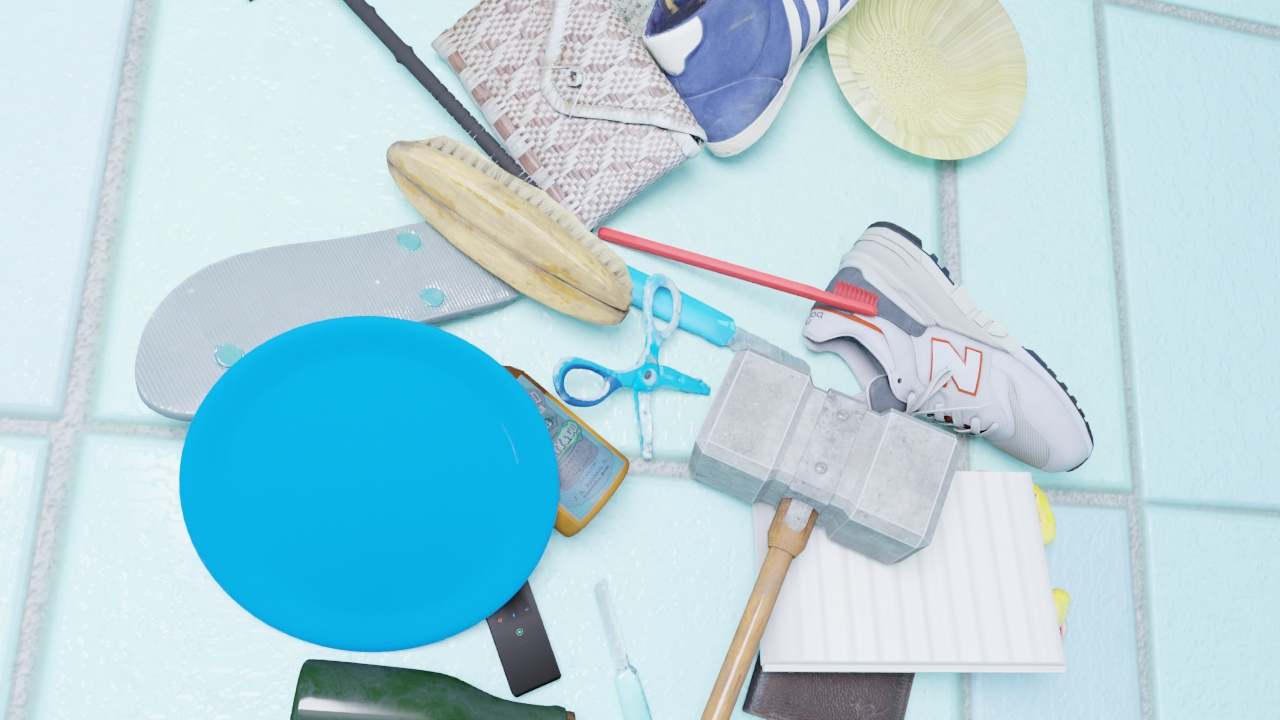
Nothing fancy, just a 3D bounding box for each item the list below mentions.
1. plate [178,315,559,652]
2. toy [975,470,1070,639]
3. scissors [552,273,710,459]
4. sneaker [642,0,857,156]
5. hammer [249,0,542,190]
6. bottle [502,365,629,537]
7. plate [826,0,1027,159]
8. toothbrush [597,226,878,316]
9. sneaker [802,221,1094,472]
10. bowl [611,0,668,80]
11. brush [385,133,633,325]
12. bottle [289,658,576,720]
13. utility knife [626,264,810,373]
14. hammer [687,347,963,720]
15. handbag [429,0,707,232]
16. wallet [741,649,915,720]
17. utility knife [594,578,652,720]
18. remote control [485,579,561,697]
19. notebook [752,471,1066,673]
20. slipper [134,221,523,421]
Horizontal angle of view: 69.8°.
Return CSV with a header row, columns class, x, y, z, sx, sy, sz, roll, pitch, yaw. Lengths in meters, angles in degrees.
class,x,y,z,sx,sy,sz,roll,pitch,yaw
plate,-0.163,0.079,0.570,0.224,0.024,0.224,-3,108,-8
toy,0.275,0.150,0.694,0.105,0.067,0.137,-5,73,-16
scissors,-0.005,0.004,0.652,0.139,0.011,0.134,-1,91,-34
sneaker,0.086,-0.284,0.693,0.118,0.091,0.233,40,79,-36
hammer,-0.143,-0.181,0.648,0.095,0.015,0.325,-43,90,2
bottle,-0.086,0.044,0.613,0.157,0.068,0.067,41,72,-4
plate,0.235,-0.249,0.774,0.184,0.036,0.184,3,78,-14
toothbrush,0.071,-0.070,0.676,0.212,0.012,0.017,17,74,7
sneaker,0.217,0.018,0.697,0.124,0.089,0.240,-38,82,-14
bowl,-0.026,-0.284,0.710,0.157,0.039,0.157,3,78,-14
brush,-0.087,-0.090,0.624,0.195,0.059,0.043,34,43,1
bottle,-0.126,0.223,0.574,0.174,0.055,0.055,10,76,-14
utility knife,0.034,-0.034,0.689,0.221,0.015,0.031,26,78,-6
hammer,0.075,0.165,0.593,0.163,0.083,0.317,24,69,8
handbag,-0.052,-0.194,0.658,0.124,0.047,0.186,-36,90,13
wallet,0.142,0.221,0.660,0.120,0.031,0.099,22,77,-11
utility knife,-0.005,0.230,0.624,0.022,0.015,0.166,-15,85,-18
remote control,-0.094,0.148,0.618,0.034,0.013,0.150,-19,84,-18
notebook,0.187,0.148,0.654,0.210,0.009,0.142,1,66,-3
slipper,-0.200,-0.037,0.615,0.268,0.055,0.098,-26,84,-29
